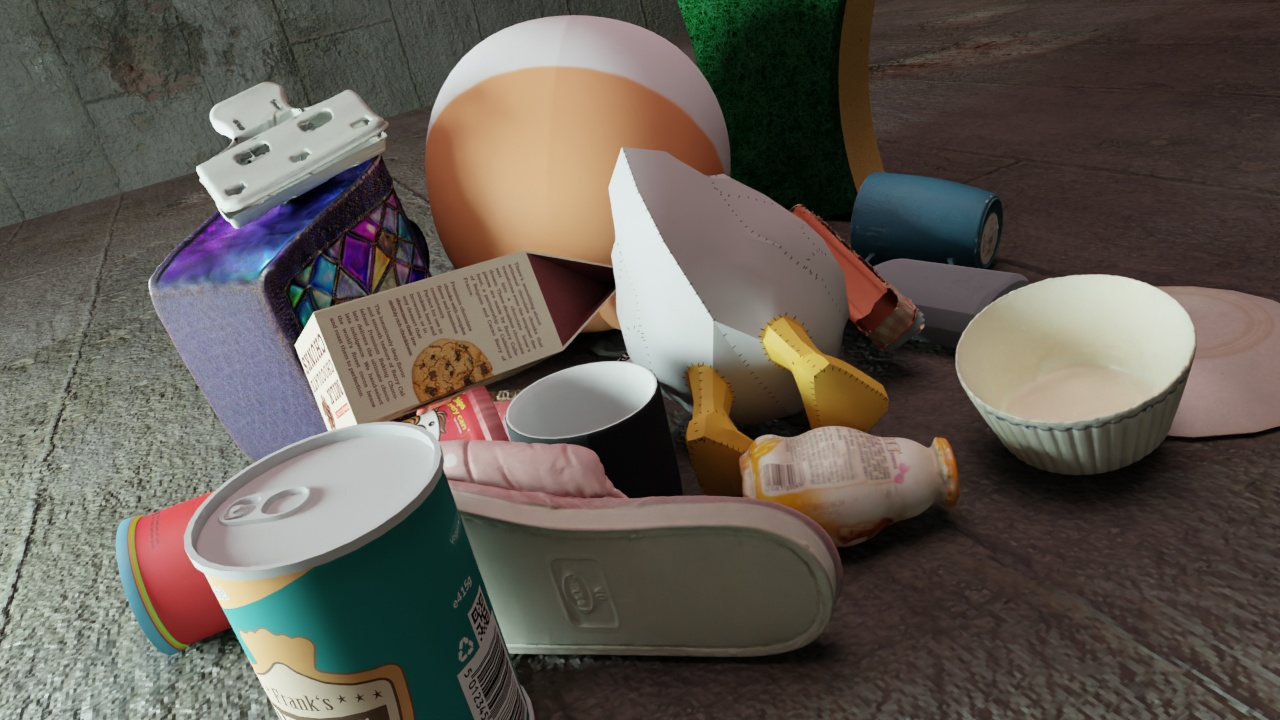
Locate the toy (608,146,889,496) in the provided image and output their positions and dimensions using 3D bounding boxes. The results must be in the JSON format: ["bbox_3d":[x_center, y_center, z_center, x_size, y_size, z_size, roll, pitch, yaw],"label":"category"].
[{"bbox_3d":[0.058,-0.045,0.603,0.141,0.246,0.267,-30,39,16],"label":"toy"}]

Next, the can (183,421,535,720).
[{"bbox_3d":[-0.111,0.113,0.386,0.099,0.144,0.099,-11,25,5],"label":"can"}]

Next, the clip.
[{"bbox_3d":[-0.254,-0.148,0.662,0.124,0.082,0.147,-33,36,-20],"label":"clip"}]

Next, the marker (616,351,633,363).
[{"bbox_3d":[-0.004,0.004,0.707,0.025,0.025,0.125,3,29,31],"label":"marker"}]

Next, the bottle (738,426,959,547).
[{"bbox_3d":[0.108,0.065,0.479,0.108,0.063,0.063,-8,25,8],"label":"bottle"}]

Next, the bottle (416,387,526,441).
[{"bbox_3d":[-0.104,0.041,0.659,0.109,0.044,0.044,-7,25,11],"label":"bottle"}]

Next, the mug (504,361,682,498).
[{"bbox_3d":[-0.017,0.053,0.526,0.085,0.094,0.121,-4,26,19],"label":"mug"}]

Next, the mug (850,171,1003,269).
[{"bbox_3d":[0.233,-0.099,0.757,0.104,0.084,0.112,13,64,34],"label":"mug"}]

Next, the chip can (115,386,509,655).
[{"bbox_3d":[-0.178,0.091,0.539,0.213,0.087,0.087,-20,26,-13],"label":"chip can"}]

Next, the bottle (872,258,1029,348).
[{"bbox_3d":[0.199,-0.047,0.688,0.072,0.046,0.161,-30,29,-32],"label":"bottle"}]

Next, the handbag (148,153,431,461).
[{"bbox_3d":[-0.236,-0.043,0.724,0.126,0.205,0.221,-1,34,25],"label":"handbag"}]

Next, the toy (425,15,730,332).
[{"bbox_3d":[-0.055,-0.145,0.794,0.263,0.266,0.280,2,57,6],"label":"toy"}]

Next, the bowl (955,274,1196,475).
[{"bbox_3d":[0.237,0.013,0.499,0.115,0.062,0.115,-19,35,14],"label":"bowl"}]

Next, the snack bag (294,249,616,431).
[{"bbox_3d":[-0.110,-0.020,0.611,0.205,0.070,0.095,-21,0,-28],"label":"snack bag"}]

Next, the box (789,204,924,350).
[{"bbox_3d":[0.144,-0.066,0.673,0.058,0.053,0.186,-17,31,-6],"label":"box"}]

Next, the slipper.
[{"bbox_3d":[-0.041,0.090,0.447,0.275,0.114,0.054,2,32,16],"label":"slipper"}]

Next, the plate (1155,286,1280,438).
[{"bbox_3d":[0.328,-0.012,0.570,0.189,0.027,0.188,-11,25,5],"label":"plate"}]

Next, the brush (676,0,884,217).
[{"bbox_3d":[0.151,-0.281,0.963,0.195,0.250,0.075,15,37,40],"label":"brush"}]
